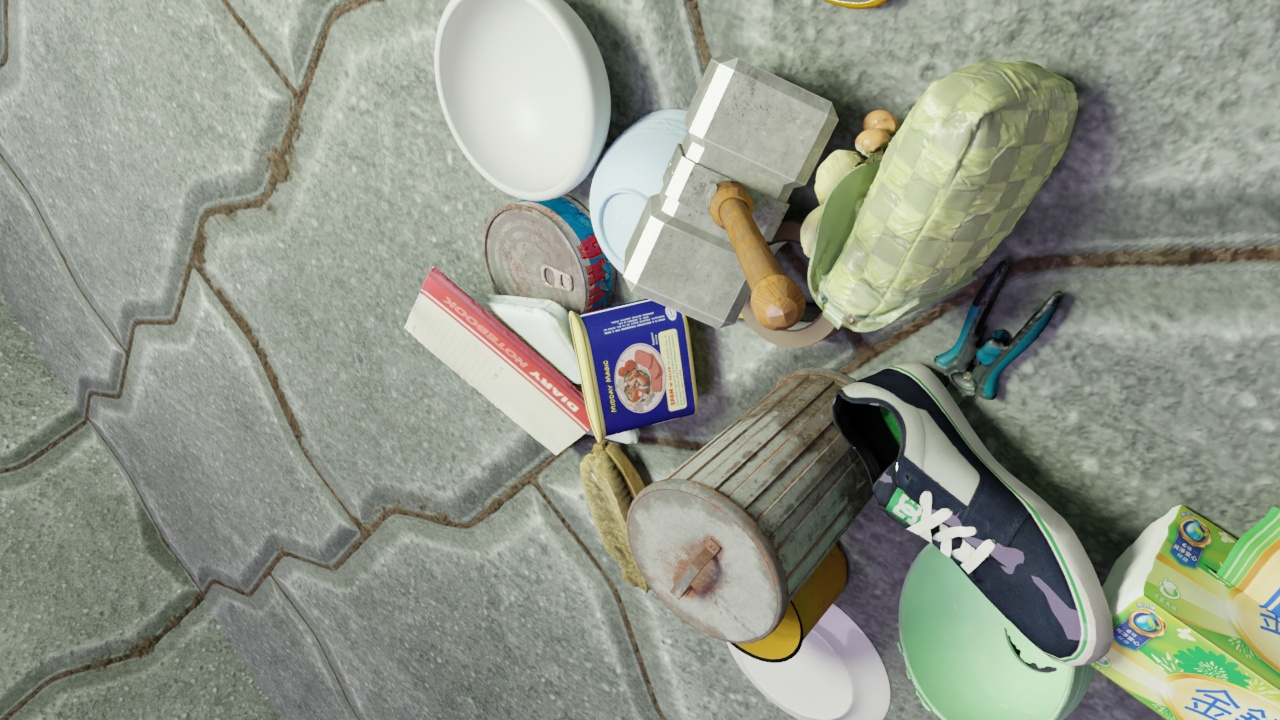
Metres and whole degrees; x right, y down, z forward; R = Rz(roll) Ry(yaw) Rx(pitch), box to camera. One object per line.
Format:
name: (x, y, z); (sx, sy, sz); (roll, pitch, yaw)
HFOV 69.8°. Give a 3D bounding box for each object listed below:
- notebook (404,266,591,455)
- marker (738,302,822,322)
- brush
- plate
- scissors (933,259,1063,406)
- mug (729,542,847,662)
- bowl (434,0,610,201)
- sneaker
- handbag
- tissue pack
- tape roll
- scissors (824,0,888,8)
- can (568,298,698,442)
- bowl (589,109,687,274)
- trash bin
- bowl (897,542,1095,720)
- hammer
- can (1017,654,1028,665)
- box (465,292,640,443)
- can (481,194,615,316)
notebook: (-0.137, 0.007, 0.898); (0.209, 0.012, 0.153); (41, 151, -5)
marker: (0.096, -0.040, 0.739); (0.124, 0.017, 0.021); (8, 77, 38)
brush: (-0.016, 0.167, 0.952); (0.059, 0.043, 0.195); (10, 129, 41)
plate: (0.154, 0.297, 0.907); (0.189, 0.016, 0.189); (23, 129, 31)
scissors: (0.240, -0.004, 0.632); (0.144, 0.019, 0.126); (-12, 108, 48)
mug: (0.113, 0.199, 0.822); (0.124, 0.093, 0.100); (-17, 101, 45)
bowl: (-0.086, -0.224, 0.752); (0.177, 0.066, 0.177); (23, 129, 31)
sneaker: (0.209, 0.103, 0.614); (0.235, 0.079, 0.084); (59, 150, 34)
handbag: (0.172, -0.108, 0.570); (0.117, 0.113, 0.187); (49, 137, 28)
tissue pack: (0.391, 0.169, 0.540); (0.198, 0.120, 0.142); (32, 135, 15)
tape roll: (0.117, -0.058, 0.685); (0.094, 0.030, 0.094); (12, 110, 35)
scissors: (0.080, -0.315, 0.580); (0.225, 0.016, 0.217); (37, 136, 22)
can: (-0.005, 0.005, 0.798); (0.056, 0.092, 0.116); (-121, 19, -62)
bowl: (0.014, -0.115, 0.725); (0.151, 0.074, 0.151); (23, 129, 31)
trash bin: (0.094, 0.105, 0.692); (0.131, 0.210, 0.131); (23, 129, 31)
bowl: (0.271, 0.199, 0.674); (0.151, 0.077, 0.150); (-20, 67, 57)
hammer: (0.057, -0.074, 0.516); (0.083, 0.317, 0.163); (23, 109, -8)
can: (0.271, 0.246, 0.750); (0.080, 0.038, 0.038); (16, 126, 35)
box: (-0.111, 0.008, 0.910); (0.209, 0.037, 0.189); (10, 138, 42)
can: (-0.087, -0.090, 0.857); (0.130, 0.044, 0.130); (23, 129, 31)
